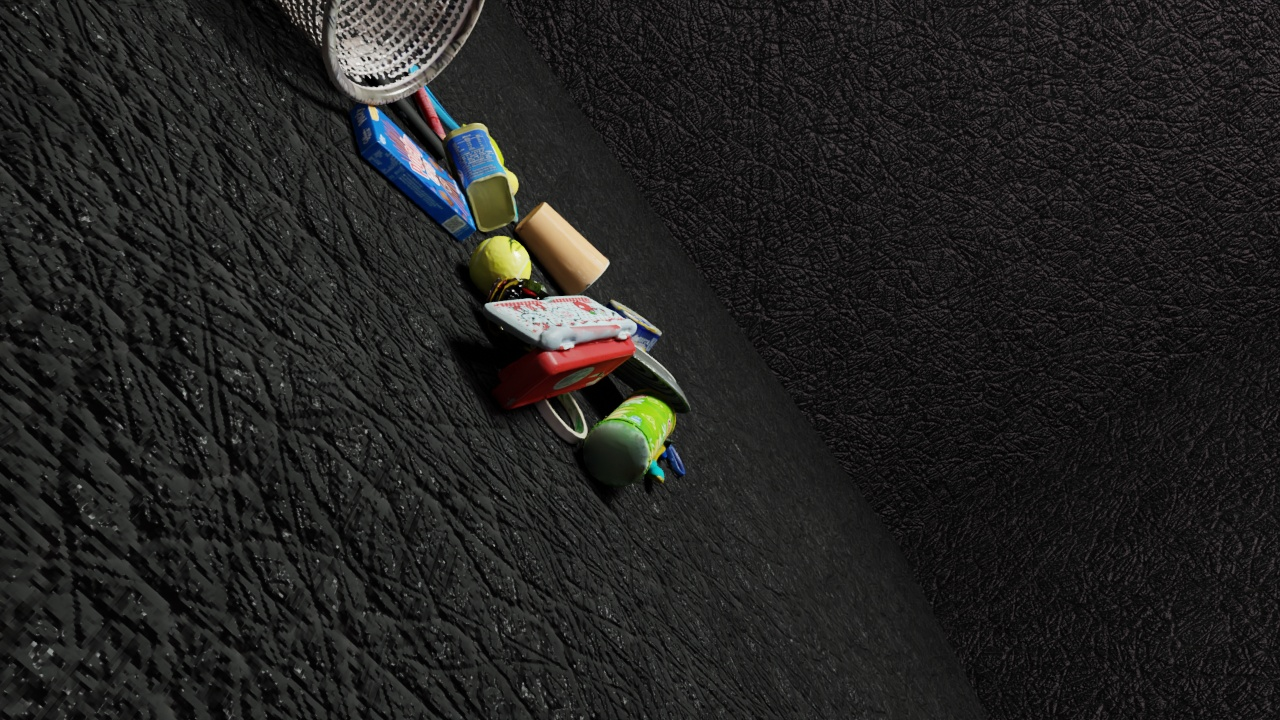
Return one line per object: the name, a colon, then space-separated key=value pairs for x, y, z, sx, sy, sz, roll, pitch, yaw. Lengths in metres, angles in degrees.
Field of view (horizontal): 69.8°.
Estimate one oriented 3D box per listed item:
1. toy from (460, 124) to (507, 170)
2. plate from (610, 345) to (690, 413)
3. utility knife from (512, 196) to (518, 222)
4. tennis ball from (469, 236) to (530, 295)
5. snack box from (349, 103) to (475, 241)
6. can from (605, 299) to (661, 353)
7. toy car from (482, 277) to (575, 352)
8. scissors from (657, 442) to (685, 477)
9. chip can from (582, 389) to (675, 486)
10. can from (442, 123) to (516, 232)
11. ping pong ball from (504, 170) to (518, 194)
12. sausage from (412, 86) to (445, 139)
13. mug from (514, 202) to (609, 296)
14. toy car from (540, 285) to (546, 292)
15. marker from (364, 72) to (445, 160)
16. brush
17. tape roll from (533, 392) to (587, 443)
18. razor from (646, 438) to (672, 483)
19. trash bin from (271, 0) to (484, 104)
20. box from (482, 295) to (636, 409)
toy: x=-0.220 y=-0.294 z=1.322 sx=0.096 sy=0.031 sz=0.100 roll=38 pitch=24 yaw=-47
plate: x=-0.007 y=0.007 z=1.152 sx=0.179 sy=0.024 sz=0.179 roll=35 pitch=-12 yaw=8
utility knife: x=-0.192 y=-0.242 z=1.333 sx=0.029 sy=0.013 sz=0.164 roll=47 pitch=14 yaw=-36
tennis ball: x=-0.149 y=-0.099 z=0.973 sx=0.065 sy=0.065 sz=0.065 roll=52 pitch=12 yaw=-16
snack box: x=-0.241 y=-0.201 z=0.981 sx=0.157 sy=0.026 sz=0.084 roll=43 pitch=16 yaw=-48
can: x=-0.019 y=-0.044 z=1.342 sx=0.074 sy=0.049 sz=0.148 roll=38 pitch=6 yaw=19
toy car: x=-0.107 y=-0.037 z=0.975 sx=0.041 sy=0.071 sz=0.155 roll=12 pitch=-9 yaw=32
scissors: x=0.015 y=0.087 z=1.261 sx=0.171 sy=0.012 sz=0.141 roll=58 pitch=11 yaw=17
chip can: x=-0.008 y=0.082 z=1.022 sx=0.072 sy=0.073 sz=0.221 roll=55 pitch=12 yaw=-1
can: x=-0.191 y=-0.217 z=1.099 sx=0.102 sy=0.057 sz=0.083 roll=87 pitch=-21 yaw=-62
ping pong ball: x=-0.191 y=-0.245 z=1.279 sx=0.040 sy=0.040 sz=0.040 roll=52 pitch=12 yaw=-16
sausage: x=-0.274 y=-0.316 z=1.196 sx=0.020 sy=0.020 sz=0.155 roll=38 pitch=21 yaw=-56
mug: x=-0.113 y=-0.156 z=1.278 sx=0.123 sy=0.078 sz=0.078 roll=47 pitch=13 yaw=-17
toy car: x=-0.115 y=-0.053 z=1.035 sx=0.091 sy=0.043 sz=0.036 roll=52 pitch=32 yaw=-57
marker: x=-0.281 y=-0.299 z=1.112 sx=0.020 sy=0.022 sz=0.132 roll=8 pitch=-35 yaw=53
brush: x=-0.249 y=-0.306 z=1.239 sx=0.254 sy=0.046 sz=0.083 roll=54 pitch=15 yaw=14
tape roll: x=-0.086 y=0.047 z=0.949 sx=0.086 sy=0.014 sz=0.085 roll=52 pitch=12 yaw=-16
razor: x=0.019 y=0.124 z=1.127 sx=0.043 sy=0.028 sz=0.132 roll=26 pitch=15 yaw=-10
trash bin: x=-0.290 y=-0.403 z=0.910 sx=0.192 sy=0.227 sz=0.227 roll=38 pitch=8 yaw=11
box: x=-0.082 y=-0.025 z=0.899 sx=0.098 sy=0.095 sz=0.201 roll=57 pitch=22 yaw=8
